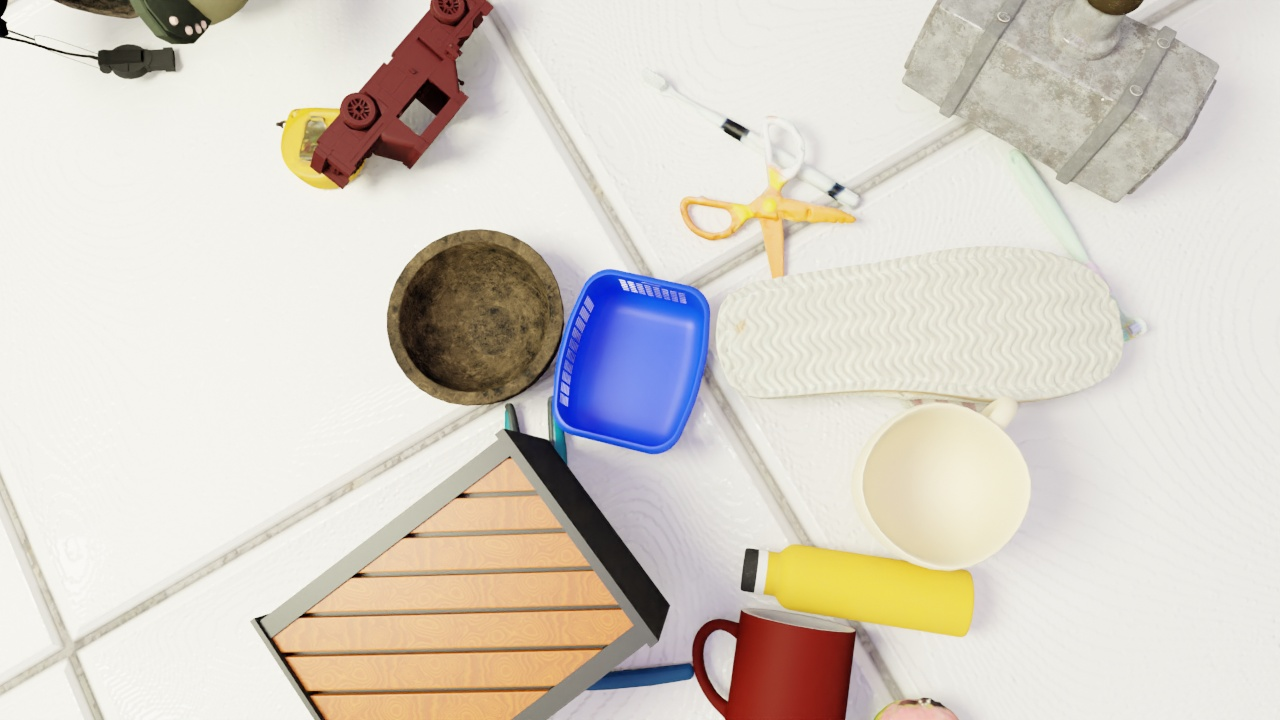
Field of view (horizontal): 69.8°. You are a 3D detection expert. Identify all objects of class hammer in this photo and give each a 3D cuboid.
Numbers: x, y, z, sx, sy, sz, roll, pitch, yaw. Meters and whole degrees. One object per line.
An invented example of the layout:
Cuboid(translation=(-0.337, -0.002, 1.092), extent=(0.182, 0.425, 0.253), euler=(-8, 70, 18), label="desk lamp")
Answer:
Cuboid(translation=(0.284, -0.236, 0.504), extent=(0.177, 0.327, 0.079), euler=(33, 68, 10), label="hammer")

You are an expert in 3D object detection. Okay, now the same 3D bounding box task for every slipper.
Cuboid(translation=(0.181, -0.013, 0.616), extent=(0.263, 0.052, 0.115), euler=(-2, 83, 1), label="slipper")

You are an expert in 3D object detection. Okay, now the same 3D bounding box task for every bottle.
Cuboid(translation=(0.139, 0.147, 0.599), extent=(0.144, 0.043, 0.043), euler=(7, 82, 7), label="bottle")

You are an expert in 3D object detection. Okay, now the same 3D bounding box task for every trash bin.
Cuboid(translation=(-0.095, 0.152, 0.555), extent=(0.172, 0.140, 0.139), euler=(-37, 82, -1), label="trash bin")

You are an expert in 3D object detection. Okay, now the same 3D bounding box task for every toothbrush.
Cuboid(translation=(-0.047, 0.220, 0.621), extent=(0.168, 0.014, 0.014), euler=(-7, 77, 4), label="toothbrush")
Cuboid(translation=(0.078, -0.162, 0.667), extent=(0.187, 0.017, 0.012), euler=(34, 99, 9), label="toothbrush")
Cuboid(translation=(0.297, -0.081, 0.633), extent=(0.022, 0.015, 0.154), euler=(-36, 78, 34), label="toothbrush")

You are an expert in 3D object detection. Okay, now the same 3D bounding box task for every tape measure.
Cuboid(translation=(-0.240, -0.161, 0.692), extent=(0.068, 0.030, 0.059), euler=(5, 80, 7), label="tape measure")

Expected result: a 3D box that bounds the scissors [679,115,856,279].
Cuboid(translation=(0.091, -0.114, 0.653), extent=(0.125, 0.011, 0.131), euler=(10, 94, 11), label="scissors")

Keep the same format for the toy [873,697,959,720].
Cuboid(translation=(0.169, 0.266, 0.573), extent=(0.090, 0.051, 0.110), euler=(2, 81, 5), label="toy")

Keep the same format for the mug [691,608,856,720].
Cuboid(translation=(0.080, 0.204, 0.587), extent=(0.106, 0.073, 0.082), euler=(5, 81, 30), label="mug")

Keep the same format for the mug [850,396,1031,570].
Cuboid(translation=(0.190, 0.071, 0.577), extent=(0.096, 0.100, 0.120), euler=(41, 89, 12), label="mug")

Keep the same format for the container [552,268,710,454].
Cuboid(translation=(-0.004, 0.004, 0.628), extent=(0.096, 0.058, 0.114), euler=(13, 83, 8), label="container")

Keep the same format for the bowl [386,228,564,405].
Cuboid(translation=(-0.109, -0.025, 0.644), extent=(0.121, 0.056, 0.121), euler=(-1, 81, 6), label="bowl")

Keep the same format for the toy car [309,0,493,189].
Cuboid(translation=(-0.163, -0.193, 0.662), extent=(0.062, 0.070, 0.169), euler=(39, 76, -18), label="toy car")

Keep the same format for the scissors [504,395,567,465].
Cuboid(translation=(-0.064, 0.095, 0.640), extent=(0.133, 0.019, 0.146), euler=(38, 86, 11), label="scissors")

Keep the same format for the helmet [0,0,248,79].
Cuboid(translation=(-0.364, -0.299, 0.601), extent=(0.250, 0.255, 0.232), euler=(-2, 84, 4), label="helmet")
